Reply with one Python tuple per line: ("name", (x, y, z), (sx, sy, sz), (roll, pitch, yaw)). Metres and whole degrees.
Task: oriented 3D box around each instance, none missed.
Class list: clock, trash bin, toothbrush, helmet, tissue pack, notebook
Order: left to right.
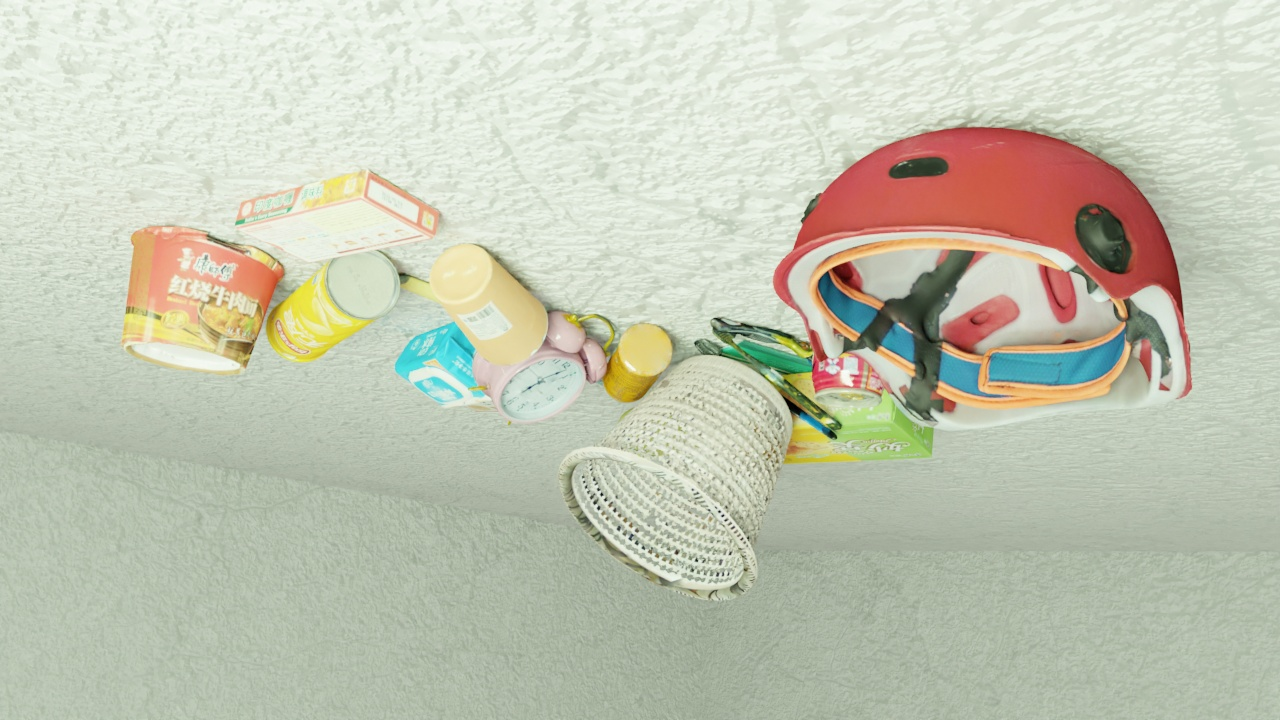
("tissue pack", (-0.216, 0.009, 1.055), (0.090, 0.063, 0.140), (42, 149, -27))
("clock", (-0.098, 0.002, 0.973), (0.158, 0.059, 0.117), (-35, 143, 2))
("trash bin", (0.057, 0.109, 0.970), (0.227, 0.191, 0.228), (24, 144, 19))
("toothbrush", (0.138, 0.032, 1.001), (0.189, 0.014, 0.016), (35, 145, -1))
("notebook", (0.160, 0.018, 1.093), (0.209, 0.012, 0.151), (15, 161, -28))
("toothbrush", (0.147, 0.019, 0.967), (0.186, 0.012, 0.017), (38, 141, -17))
("helmet", (0.203, -0.064, 0.558), (0.240, 0.143, 0.207), (30, 154, -26))

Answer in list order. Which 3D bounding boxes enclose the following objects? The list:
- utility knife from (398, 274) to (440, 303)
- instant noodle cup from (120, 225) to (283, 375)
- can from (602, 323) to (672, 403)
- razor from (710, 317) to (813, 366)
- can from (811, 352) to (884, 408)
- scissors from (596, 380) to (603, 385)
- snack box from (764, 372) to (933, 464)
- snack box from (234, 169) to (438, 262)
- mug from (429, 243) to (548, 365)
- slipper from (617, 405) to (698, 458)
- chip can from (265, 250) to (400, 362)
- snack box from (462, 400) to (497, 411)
("utility knife", (-0.171, -0.049, 0.956), (0.031, 0.022, 0.213), (-8, 152, 43))
("instant noodle cup", (-0.424, -0.051, 0.877), (0.138, 0.108, 0.138), (6, 165, 1))
("can", (-0.006, 0.006, 1.020), (0.058, 0.058, 0.146), (8, 164, -8))
("razor", (0.133, -0.023, 0.941), (0.142, 0.022, 0.042), (17, -155, -25))
("can", (0.191, -0.008, 0.835), (0.066, 0.093, 0.066), (5, 164, 1))
("scissors", (-0.063, 0.019, 1.169), (0.135, 0.017, 0.133), (-3, 167, 22))
("snack box", (0.225, 0.070, 1.094), (0.210, 0.070, 0.157), (-6, 157, 33))
("snack box", (-0.247, -0.113, 0.743), (0.156, 0.027, 0.077), (-5, 161, 32))
("mug", (-0.141, -0.052, 0.841), (0.078, 0.078, 0.123), (1, 160, 15))
("slipper", (0.059, 0.077, 1.237), (0.191, 0.091, 0.081), (-14, -164, 29))
("chip can", (-0.307, -0.052, 0.905), (0.072, 0.072, 0.214), (16, 160, -32))
("snack box", (-0.197, 0.035, 1.215), (0.127, 0.044, 0.113), (-1, 162, 27))
